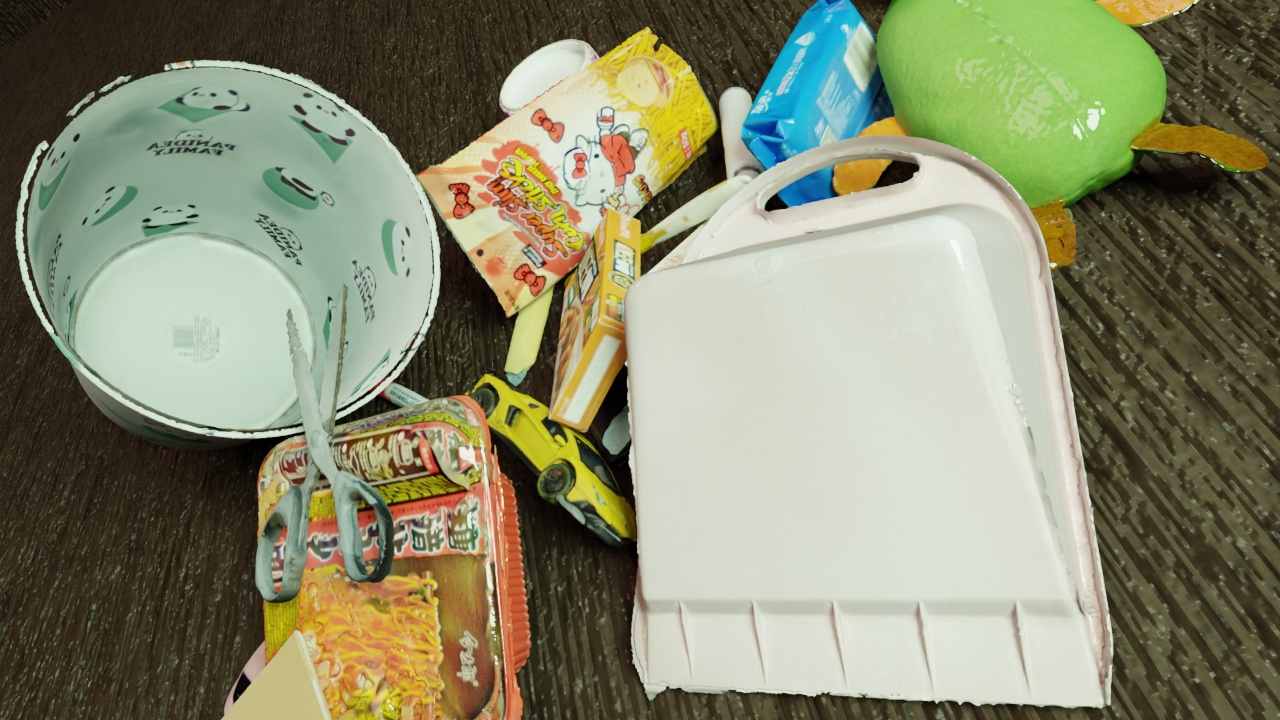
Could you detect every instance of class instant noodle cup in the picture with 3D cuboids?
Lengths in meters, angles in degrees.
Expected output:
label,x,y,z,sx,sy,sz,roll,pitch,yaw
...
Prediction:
label,x,y,z,sx,sy,sz,roll,pitch,yaw
instant noodle cup,-0.053,-0.193,0.737,0.112,0.099,0.111,-17,47,19
instant noodle cup,-0.131,0.126,0.510,0.165,0.079,0.188,-13,75,24

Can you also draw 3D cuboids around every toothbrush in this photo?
label,x,y,z,sx,sy,sz,roll,pitch,yaw
toothbrush,0.007,-0.084,0.622,0.192,0.016,0.018,-24,29,46
toothbrush,0.071,-0.135,0.624,0.026,0.027,0.220,-34,29,23

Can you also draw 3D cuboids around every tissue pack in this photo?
label,x,y,z,sx,sy,sz,roll,pitch,yaw
tissue pack,0.120,-0.159,0.599,0.052,0.095,0.156,-1,54,47

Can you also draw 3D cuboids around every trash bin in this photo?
label,x,y,z,sx,sy,sz,roll,pitch,yaw
trash bin,-0.290,-0.043,0.639,0.253,0.229,0.229,-22,38,57

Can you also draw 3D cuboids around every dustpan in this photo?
label,x,y,z,sx,sy,sz,roll,pitch,yaw
dustpan,0.106,0.021,0.464,0.223,0.138,0.273,-5,95,29

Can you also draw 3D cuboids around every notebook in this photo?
label,x,y,z,sx,sy,sz,roll,pitch,yaw
notebook,-0.210,0.264,0.465,0.208,0.008,0.148,-49,53,13

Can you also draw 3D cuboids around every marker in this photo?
label,x,y,z,sx,sy,sz,roll,pitch,yaw
marker,-0.158,0.036,0.674,0.145,0.017,0.017,20,67,42

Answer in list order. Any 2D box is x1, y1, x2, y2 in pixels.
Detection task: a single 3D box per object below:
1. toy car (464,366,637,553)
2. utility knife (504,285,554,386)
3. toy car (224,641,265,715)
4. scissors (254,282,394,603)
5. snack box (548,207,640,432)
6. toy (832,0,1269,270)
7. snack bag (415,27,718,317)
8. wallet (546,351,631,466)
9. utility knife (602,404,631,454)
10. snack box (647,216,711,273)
label,x,y,z,sx,sy,sz,roll,pitch,yaw
toy car,-0.051,0.058,0.547,0.041,0.071,0.156,-47,46,-4
utility knife,-0.081,-0.048,0.693,0.031,0.018,0.164,-12,48,30
toy car,-0.212,0.182,0.574,0.056,0.037,0.122,21,67,41
scissors,-0.174,0.050,0.495,0.159,0.014,0.174,33,96,31
snack box,-0.026,-0.030,0.566,0.153,0.026,0.075,-90,25,-58
toy,0.216,-0.154,0.527,0.227,0.090,0.246,-28,55,7
snack bag,-0.046,-0.137,0.660,0.207,0.129,0.073,-41,36,-15
wallet,-0.004,0.004,0.600,0.096,0.020,0.122,-37,41,1
utility knife,0.032,-0.017,0.567,0.029,0.013,0.204,12,49,31
snack box,0.088,-0.044,0.547,0.157,0.027,0.084,21,52,36
